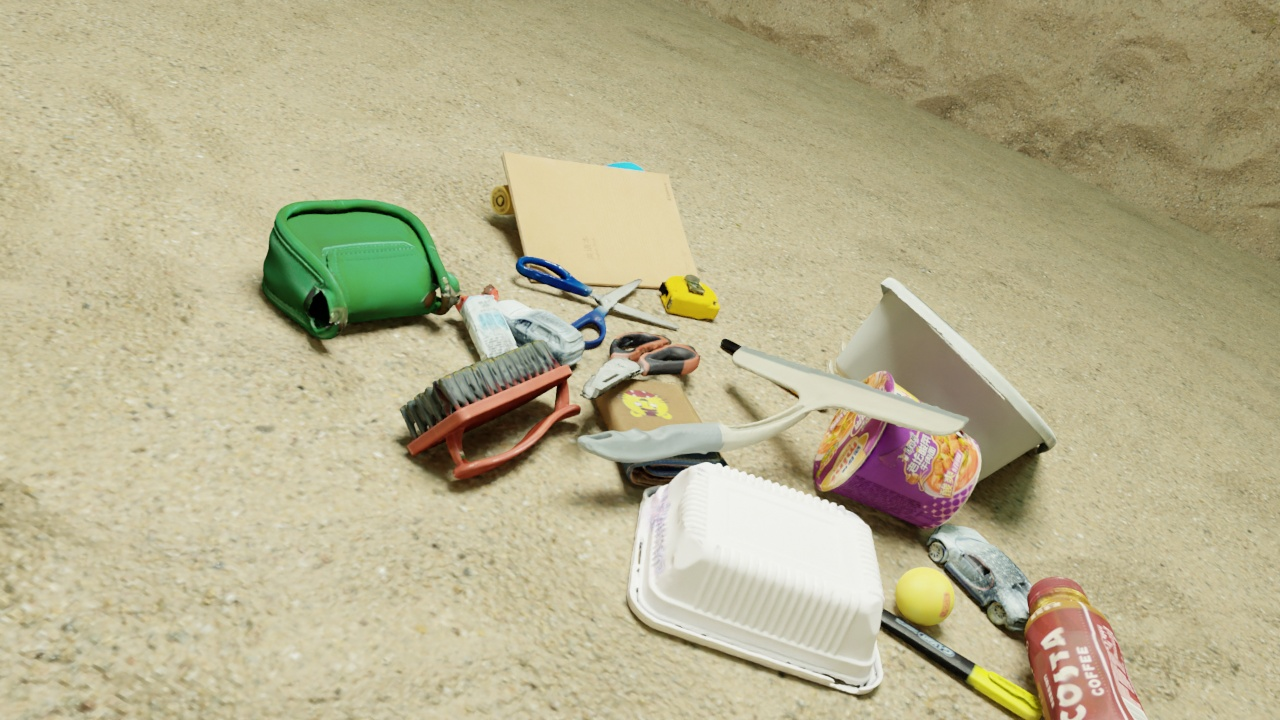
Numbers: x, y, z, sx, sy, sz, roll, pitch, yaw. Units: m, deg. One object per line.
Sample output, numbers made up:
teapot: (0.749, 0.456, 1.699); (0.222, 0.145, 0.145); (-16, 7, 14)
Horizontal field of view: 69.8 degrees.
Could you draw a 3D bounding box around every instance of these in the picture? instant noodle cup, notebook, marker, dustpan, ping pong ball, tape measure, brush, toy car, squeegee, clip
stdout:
instant noodle cup: (0.212, 0.078, 0.747); (0.099, 0.112, 0.111); (28, 29, -5)
notebook: (-0.037, -0.143, 0.969); (0.211, 0.012, 0.149); (0, 65, -35)
marker: (0.213, 0.204, 0.624); (0.124, 0.015, 0.018); (31, 27, 17)
dustpan: (0.306, 0.004, 0.859); (0.222, 0.143, 0.257); (48, 40, 15)
ping pong ball: (0.201, 0.167, 0.650); (0.040, 0.040, 0.040); (17, 29, -10)
tape measure: (0.051, -0.068, 0.953); (0.060, 0.029, 0.057); (11, 30, -20)
brush: (-0.096, 0.034, 0.656); (0.145, 0.063, 0.069); (-26, 85, -56)
toy car: (-0.089, -0.025, 0.781); (0.090, 0.034, 0.042); (31, 33, 18)
marker: (0.130, 0.011, 0.890); (0.124, 0.015, 0.018); (32, 29, 22)
squeegee: (0.062, 0.050, 0.680); (0.246, 0.039, 0.247); (-11, 19, -32)
toy car: (0.269, 0.164, 0.713); (0.048, 0.031, 0.105); (-1, 36, -37)
clip: (0.220, 0.026, 0.910); (0.076, 0.035, 0.100); (10, 36, -23)
instant noodle cup: (0.085, 0.132, 0.611); (0.173, 0.060, 0.137); (18, 29, -5)

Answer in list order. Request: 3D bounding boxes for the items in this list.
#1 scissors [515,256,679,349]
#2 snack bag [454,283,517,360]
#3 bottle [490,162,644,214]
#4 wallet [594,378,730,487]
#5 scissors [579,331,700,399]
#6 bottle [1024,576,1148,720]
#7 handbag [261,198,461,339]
scissors: (-0.042, -0.055, 0.875); (0.176, 0.012, 0.162); (25, 32, -9)
snack bag: (-0.122, -0.022, 0.747); (0.045, 0.026, 0.105); (-11, 54, -26)
bottle: (-0.077, -0.186, 1.024); (0.065, 0.065, 0.218); (39, 33, 27)
wallet: (0.016, 0.055, 0.721); (0.090, 0.033, 0.115); (7, 29, -24)
scissors: (0.004, 0.008, 0.750); (0.176, 0.015, 0.210); (7, 16, -21)
bottle: (0.285, 0.208, 0.589); (0.057, 0.058, 0.174); (23, 28, 1)
handbag: (-0.222, -0.072, 0.729); (0.120, 0.068, 0.131); (41, 34, 28)
